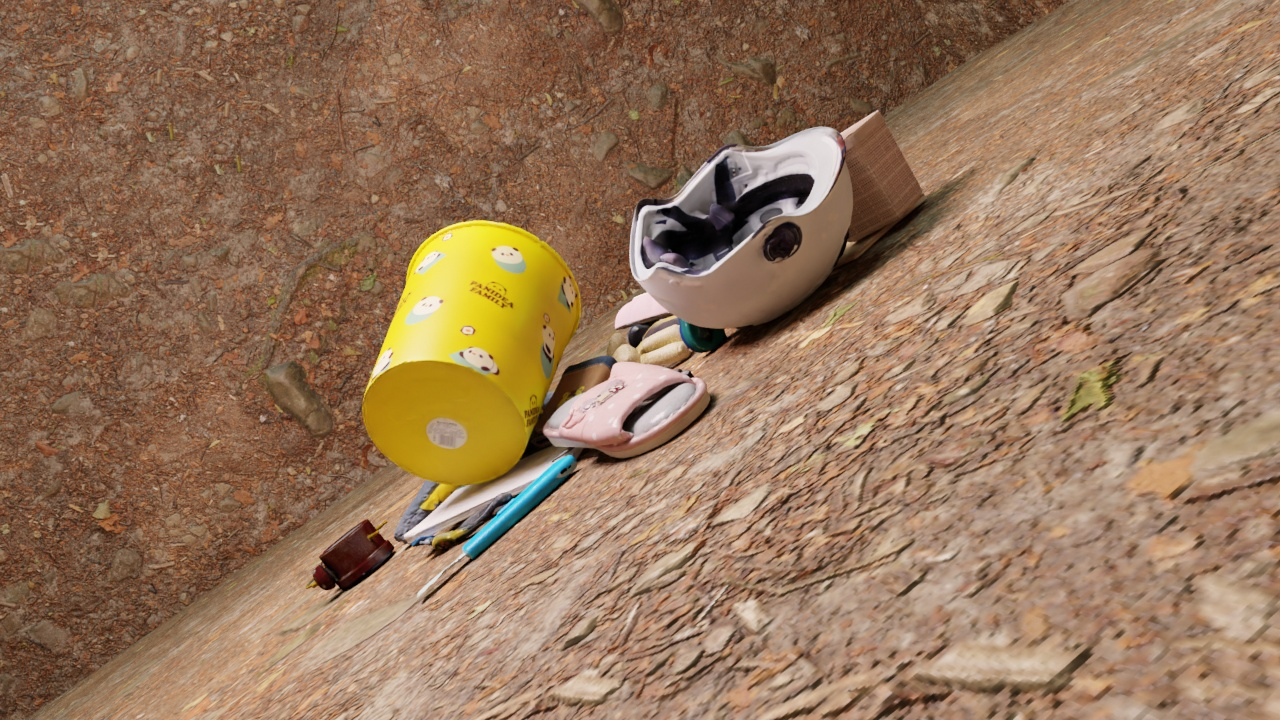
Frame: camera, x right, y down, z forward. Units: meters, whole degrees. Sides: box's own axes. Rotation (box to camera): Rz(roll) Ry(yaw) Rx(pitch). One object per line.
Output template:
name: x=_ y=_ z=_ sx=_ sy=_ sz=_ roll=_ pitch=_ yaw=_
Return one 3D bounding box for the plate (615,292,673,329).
plate: x=0.052 y=-0.086 z=1.311 sx=0.192 sy=0.039 sz=0.192 roll=-15 pitch=0 yaw=0

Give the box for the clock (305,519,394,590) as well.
clock: x=-0.371 y=0.253 z=1.166 sx=0.122 sy=0.055 sz=0.082 roll=-36 pitch=7 yaw=-2

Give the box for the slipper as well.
slipper: x=-0.027 y=0.044 z=0.897 sx=0.114 sy=0.054 sz=0.275 roll=-39 pitch=14 yaw=-23

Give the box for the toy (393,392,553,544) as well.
toy: x=-0.193 y=0.109 z=1.234 sx=0.355 sy=0.091 sz=0.138 roll=-40 pitch=-17 yaw=-48

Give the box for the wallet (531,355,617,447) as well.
wallet: x=-0.079 y=0.048 z=1.095 sx=0.090 sy=0.033 sz=0.115 roll=-22 pitch=30 yaw=37

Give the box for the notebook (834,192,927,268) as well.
notebook: x=0.237 y=-0.134 z=1.139 sx=0.149 sy=0.012 sz=0.212 roll=-39 pitch=8 yaw=-28

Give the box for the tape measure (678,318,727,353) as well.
tape measure: x=0.073 y=-0.037 z=1.061 sx=0.058 sy=0.054 sz=0.025 roll=-1 pitch=-14 yaw=-28

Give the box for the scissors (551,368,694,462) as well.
scissors: x=-0.021 y=0.058 z=0.983 sx=0.174 sy=0.014 sz=0.142 roll=-27 pitch=11 yaw=25

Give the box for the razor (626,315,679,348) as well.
razor: x=0.057 y=-0.044 z=1.207 sx=0.168 sy=0.062 sz=0.067 roll=-21 pitch=26 yaw=40

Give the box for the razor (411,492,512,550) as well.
razor: x=-0.178 y=0.170 z=0.948 sx=0.143 sy=0.022 sz=0.042 roll=-33 pitch=-23 yaw=33

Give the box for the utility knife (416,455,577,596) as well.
utility knife: x=-0.135 y=0.156 z=0.867 sx=0.202 sy=0.018 sz=0.034 roll=-41 pitch=10 yaw=-35

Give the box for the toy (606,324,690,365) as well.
toy: x=-0.007 y=0.007 z=1.156 sx=0.157 sy=0.066 sz=0.105 roll=-28 pitch=51 yaw=20

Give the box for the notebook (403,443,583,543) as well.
notebook: x=-0.151 y=0.134 z=1.034 sx=0.209 sy=0.012 sz=0.150 roll=-26 pitch=7 yaw=17

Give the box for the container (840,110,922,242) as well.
container: x=0.254 y=-0.207 z=1.051 sx=0.090 sy=0.111 sz=0.090 roll=-27 pitch=12 yaw=48

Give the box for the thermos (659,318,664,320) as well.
thermos: x=0.085 y=-0.109 z=1.477 sx=0.224 sy=0.073 sz=0.073 roll=-35 pitch=7 yaw=1

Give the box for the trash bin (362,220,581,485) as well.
trash bin: x=-0.200 y=-0.005 z=1.093 sx=0.230 sy=0.229 sz=0.254 roll=-31 pitch=28 yaw=26

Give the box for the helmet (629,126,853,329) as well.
helmet: x=0.123 y=-0.126 z=0.997 sx=0.259 sy=0.146 sz=0.228 roll=-30 pitch=31 yaw=5
